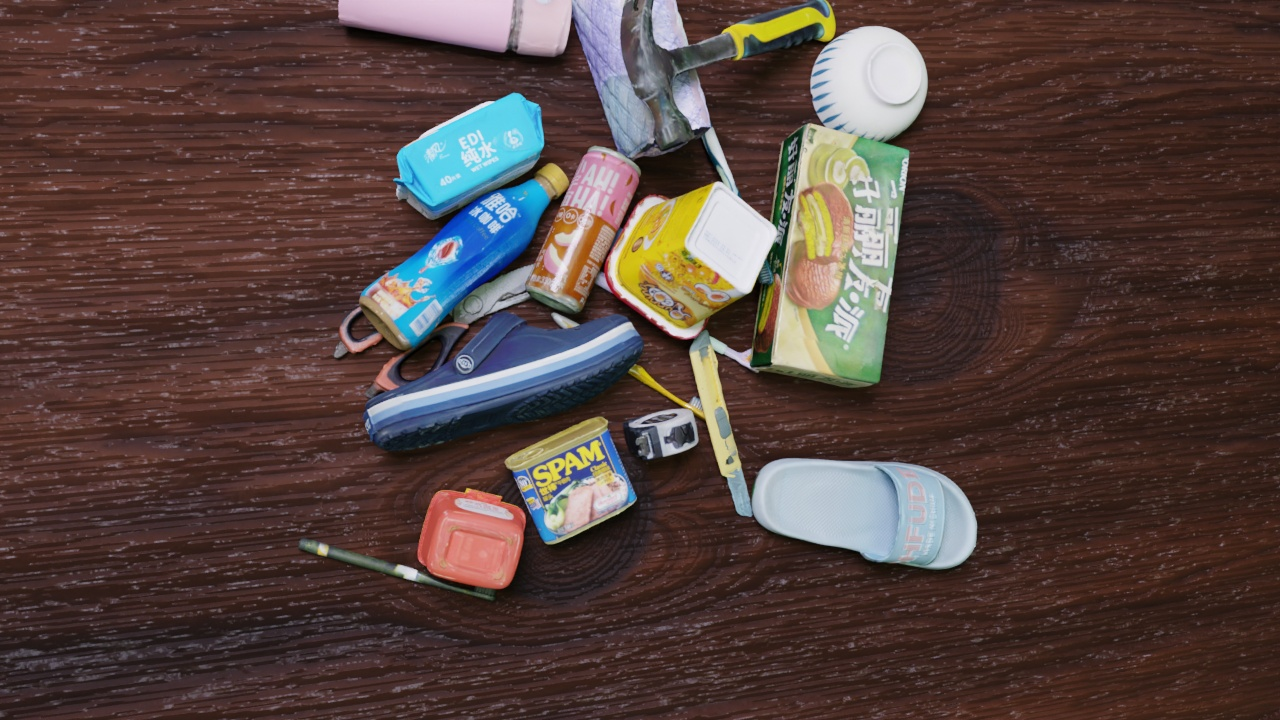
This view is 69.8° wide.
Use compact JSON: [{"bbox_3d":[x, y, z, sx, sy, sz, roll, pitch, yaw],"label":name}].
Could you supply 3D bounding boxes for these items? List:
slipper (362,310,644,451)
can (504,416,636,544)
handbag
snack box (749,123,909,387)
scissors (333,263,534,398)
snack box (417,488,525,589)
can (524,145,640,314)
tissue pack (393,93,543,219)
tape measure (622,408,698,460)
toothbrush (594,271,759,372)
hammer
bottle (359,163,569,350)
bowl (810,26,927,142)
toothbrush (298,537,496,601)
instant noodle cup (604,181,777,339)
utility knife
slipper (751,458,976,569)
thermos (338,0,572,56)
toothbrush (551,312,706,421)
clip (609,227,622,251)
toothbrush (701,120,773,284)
[{"bbox_3d":[-0.124,0.009,0.824,0.252,0.105,0.095,-19,79,-13],"label":"slipper"},{"bbox_3d":[-0.063,0.112,0.859,0.102,0.057,0.083,-25,99,-11],"label":"can"},{"bbox_3d":[-0.003,-0.282,0.819,0.075,0.134,0.194,-20,97,-12],"label":"handbag"},{"bbox_3d":[0.184,-0.100,0.897,0.114,0.063,0.240,11,84,-15],"label":"snack box"},{"bbox_3d":[-0.166,-0.032,0.851,0.205,0.015,0.197,17,87,-13],"label":"scissors"},{"bbox_3d":[-0.150,0.162,0.827,0.091,0.080,0.082,15,88,-13],"label":"snack box"},{"bbox_3d":[-0.053,-0.119,0.844,0.058,0.058,0.147,25,82,-13],"label":"can"},{"bbox_3d":[-0.152,-0.180,0.809,0.140,0.090,0.063,-30,97,-11],"label":"tissue pack"},{"bbox_3d":[0.021,0.070,0.872,0.066,0.066,0.033,-14,99,-11],"label":"tape measure"},{"bbox_3d":[0.037,-0.039,0.896,0.189,0.029,0.021,27,130,-13],"label":"toothbrush"},{"bbox_3d":[0.088,-0.282,0.803,0.322,0.032,0.126,-35,108,-45],"label":"hammer"},{"bbox_3d":[-0.150,-0.101,0.821,0.218,0.065,0.065,-45,101,-19],"label":"bottle"},{"bbox_3d":[0.235,-0.277,0.910,0.116,0.066,0.116,-1,92,-14],"label":"bowl"},{"bbox_3d":[-0.221,0.191,0.847,0.185,0.012,0.017,19,82,-13],"label":"toothbrush"},{"bbox_3d":[0.048,-0.094,0.827,0.116,0.124,0.115,35,66,-19],"label":"instant noodle cup"},{"bbox_3d":[0.080,0.067,0.906,0.030,0.021,0.198,-22,110,-25],"label":"utility knife"},{"bbox_3d":[0.232,0.151,0.921,0.245,0.074,0.104,11,88,-12],"label":"slipper"},{"bbox_3d":[-0.162,-0.324,0.820,0.198,0.067,0.087,4,61,-13],"label":"thermos"},{"bbox_3d":[-0.005,0.005,0.890,0.191,0.016,0.018,34,73,-12],"label":"toothbrush"},{"bbox_3d":[-0.009,-0.106,0.884,0.058,0.041,0.026,31,83,-14],"label":"clip"},{"bbox_3d":[0.086,-0.159,0.882,0.018,0.016,0.191,-16,80,-32],"label":"toothbrush"}]
